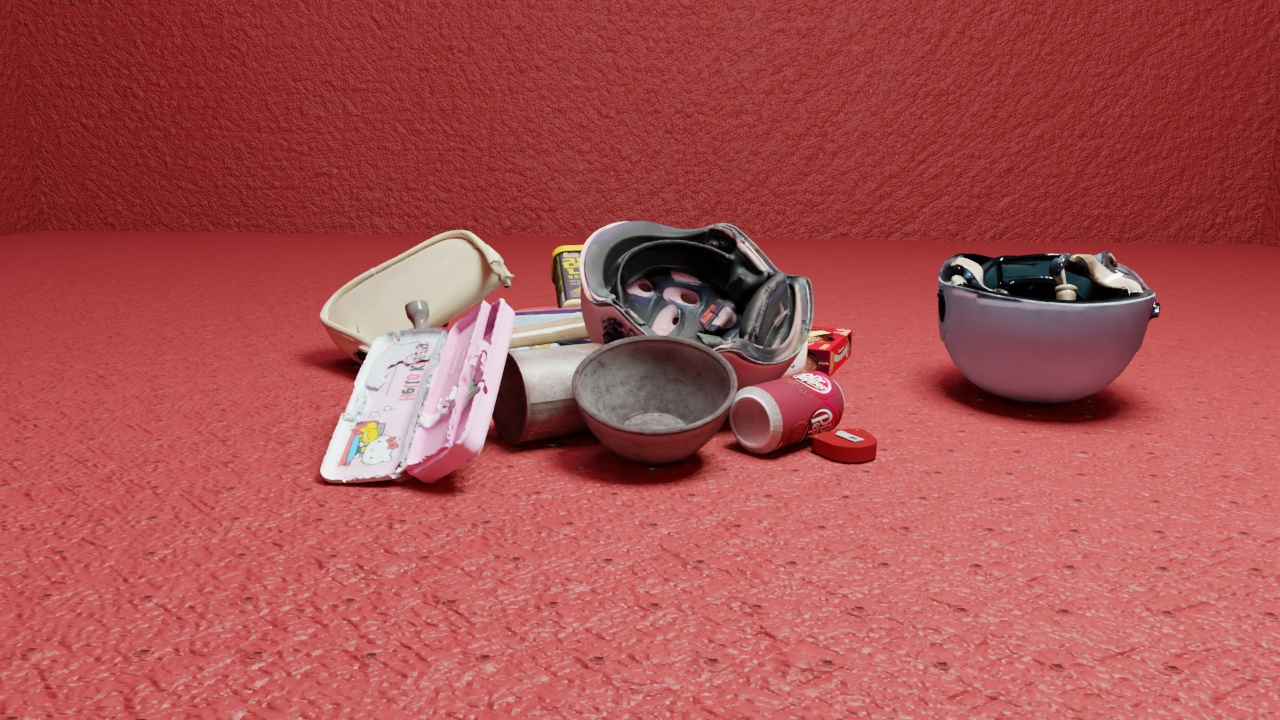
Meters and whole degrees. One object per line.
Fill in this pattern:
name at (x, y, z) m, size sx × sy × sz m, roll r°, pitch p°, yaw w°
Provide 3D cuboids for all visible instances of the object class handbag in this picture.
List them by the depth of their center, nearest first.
handbag at (-0.272, -0.059, 1.174) m, size 0.229 × 0.132 × 0.184 m, roll -38°, pitch 33°, yaw -7°

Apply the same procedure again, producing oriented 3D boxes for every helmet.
helmet at (0.048, -0.043, 0.993) m, size 0.255 × 0.153 × 0.229 m, roll 27°, pitch 45°, yaw 11°
helmet at (0.447, -0.037, 1.023) m, size 0.226 × 0.167 × 0.265 m, roll 2°, pitch 11°, yaw 16°

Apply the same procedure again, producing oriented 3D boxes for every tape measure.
tape measure at (0.195, 0.077, 0.847) m, size 0.058 × 0.019 × 0.051 m, roll -7°, pitch 14°, yaw -29°

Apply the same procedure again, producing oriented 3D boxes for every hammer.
hammer at (-0.106, -0.033, 1.094) m, size 0.330 × 0.119 × 0.031 m, roll -9°, pitch -23°, yaw -21°

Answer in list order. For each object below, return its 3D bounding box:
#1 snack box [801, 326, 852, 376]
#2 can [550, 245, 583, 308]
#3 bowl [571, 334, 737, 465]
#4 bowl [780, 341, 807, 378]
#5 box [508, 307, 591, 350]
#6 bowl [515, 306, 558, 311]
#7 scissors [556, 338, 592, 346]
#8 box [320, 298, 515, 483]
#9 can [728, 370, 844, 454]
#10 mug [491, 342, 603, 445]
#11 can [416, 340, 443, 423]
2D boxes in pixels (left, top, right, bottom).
snack box at (0.201, -0.017, 1.223) m, size 0.133 × 0.036 × 0.151 m, roll 6°, pitch 14°, yaw 22°
can at (-0.051, -0.097, 1.246) m, size 0.130 × 0.073 × 0.101 m, roll -3°, pitch 52°, yaw -11°
bowl at (0.013, 0.044, 0.824) m, size 0.145 × 0.067 × 0.144 m, roll -1°, pitch 35°, yaw 0°
bowl at (0.148, 0.001, 1.106) m, size 0.105 × 0.054 × 0.104 m, roll -1°, pitch 12°, yaw 0°
box at (-0.122, -0.014, 1.178) m, size 0.214 × 0.090 × 0.092 m, roll -2°, pitch 56°, yaw 11°
bowl at (-0.133, -0.054, 1.373) m, size 0.122 × 0.035 × 0.122 m, roll 1°, pitch 13°, yaw 0°
scissors at (-0.049, 0.003, 1.085) m, size 0.019 × 0.120 × 0.150 m, roll 36°, pitch -6°, yaw 47°
box at (-0.189, 0.030, 0.823) m, size 0.156 × 0.059 × 0.201 m, roll -18°, pitch 36°, yaw 18°
can at (0.140, 0.048, 0.873) m, size 0.113 × 0.063 × 0.063 m, roll -11°, pitch 18°, yaw -43°
mug at (-0.090, 0.035, 0.898) m, size 0.110 × 0.096 × 0.123 m, roll -1°, pitch -14°, yaw -30°
can at (-0.207, 0.023, 0.939) m, size 0.067 × 0.076 × 0.067 m, roll 0°, pitch 13°, yaw 0°
